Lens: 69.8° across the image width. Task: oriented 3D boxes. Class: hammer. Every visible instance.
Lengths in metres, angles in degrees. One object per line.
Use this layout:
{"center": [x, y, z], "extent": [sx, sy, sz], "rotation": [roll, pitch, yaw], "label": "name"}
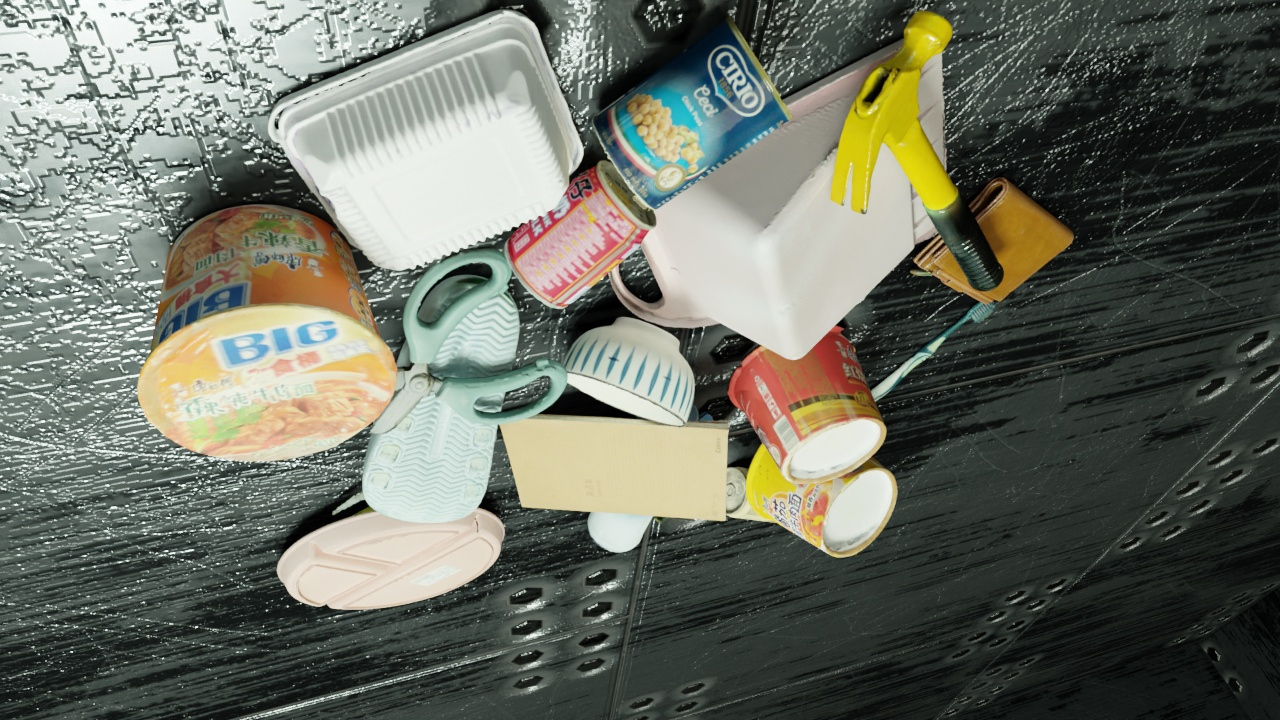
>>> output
{"center": [0.231, -0.126, 0.709], "extent": [0.129, 0.033, 0.300], "rotation": [-56, 141, 1], "label": "hammer"}

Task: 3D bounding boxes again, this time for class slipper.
{"center": [-0.166, 0.034, 0.753], "extent": [0.104, 0.074, 0.246], "rotation": [7, 120, -27], "label": "slipper"}

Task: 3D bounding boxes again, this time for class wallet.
{"center": [0.326, -0.100, 0.854], "extent": [0.130, 0.035, 0.119], "rotation": [19, 129, -40], "label": "wallet"}

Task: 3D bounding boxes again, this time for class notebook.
{"center": [-0.021, 0.104, 0.882], "extent": [0.211, 0.012, 0.150], "rotation": [3, 137, 7], "label": "notebook"}

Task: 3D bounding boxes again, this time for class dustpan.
{"center": [0.112, -0.125, 0.737], "extent": [0.273, 0.139, 0.223], "rotation": [-45, 145, -15], "label": "dustpan"}

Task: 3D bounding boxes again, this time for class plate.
{"center": [-0.252, 0.209, 0.947], "extent": [0.229, 0.028, 0.230], "rotation": [-14, 151, -8], "label": "plate"}

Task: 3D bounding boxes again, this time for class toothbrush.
{"center": [0.304, -0.003, 0.984], "extent": [0.016, 0.018, 0.192], "rotation": [15, 131, -40], "label": "toothbrush"}

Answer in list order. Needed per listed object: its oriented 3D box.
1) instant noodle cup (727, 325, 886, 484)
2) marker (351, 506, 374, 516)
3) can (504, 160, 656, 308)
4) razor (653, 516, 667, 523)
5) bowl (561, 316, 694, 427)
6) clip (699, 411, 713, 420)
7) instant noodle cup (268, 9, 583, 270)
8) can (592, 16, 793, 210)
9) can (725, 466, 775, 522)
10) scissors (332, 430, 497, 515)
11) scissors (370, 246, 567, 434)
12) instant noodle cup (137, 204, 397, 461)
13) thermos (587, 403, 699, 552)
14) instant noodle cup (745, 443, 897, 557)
{"center": [0.168, 0.050, 0.906], "extent": [0.138, 0.108, 0.138], "rotation": [-13, 144, -10], "label": "instant noodle cup"}
{"center": [-0.235, 0.134, 0.893], "extent": [0.124, 0.015, 0.018], "rotation": [-30, 144, 7], "label": "marker"}
{"center": [-0.042, -0.090, 0.654], "extent": [0.094, 0.066, 0.066], "rotation": [-38, 141, 22], "label": "can"}
{"center": [0.036, 0.133, 1.015], "extent": [0.043, 0.028, 0.133], "rotation": [-32, 154, -26], "label": "razor"}
{"center": [-0.005, 0.005, 0.778], "extent": [0.116, 0.117, 0.066], "rotation": [35, 73, -49], "label": "bowl"}
{"center": [0.051, 0.073, 0.959], "extent": [0.056, 0.027, 0.024], "rotation": [-36, 146, 2], "label": "clip"}
{"center": [-0.124, -0.123, 0.577], "extent": [0.173, 0.060, 0.138], "rotation": [-21, 145, 1], "label": "instant noodle cup"}
{"center": [0.032, -0.157, 0.596], "extent": [0.111, 0.075, 0.075], "rotation": [-32, 143, 15], "label": "can"}
{"center": [0.144, 0.159, 1.079], "extent": [0.116, 0.058, 0.059], "rotation": [14, 131, -40], "label": "can"}
{"center": [-0.210, 0.097, 0.849], "extent": [0.159, 0.014, 0.181], "rotation": [-9, 139, -15], "label": "scissors"}
{"center": [-0.133, -0.014, 0.678], "extent": [0.170, 0.019, 0.181], "rotation": [-4, 122, -20], "label": "scissors"}
{"center": [-0.243, -0.022, 0.601], "extent": [0.151, 0.111, 0.152], "rotation": [-14, 144, -11], "label": "instant noodle cup"}
{"center": [0.002, 0.118, 0.944], "extent": [0.070, 0.070, 0.221], "rotation": [-3, 142, -24], "label": "thermos"}
{"center": [0.201, 0.139, 0.996], "extent": [0.137, 0.110, 0.138], "rotation": [-16, 121, -28], "label": "instant noodle cup"}
